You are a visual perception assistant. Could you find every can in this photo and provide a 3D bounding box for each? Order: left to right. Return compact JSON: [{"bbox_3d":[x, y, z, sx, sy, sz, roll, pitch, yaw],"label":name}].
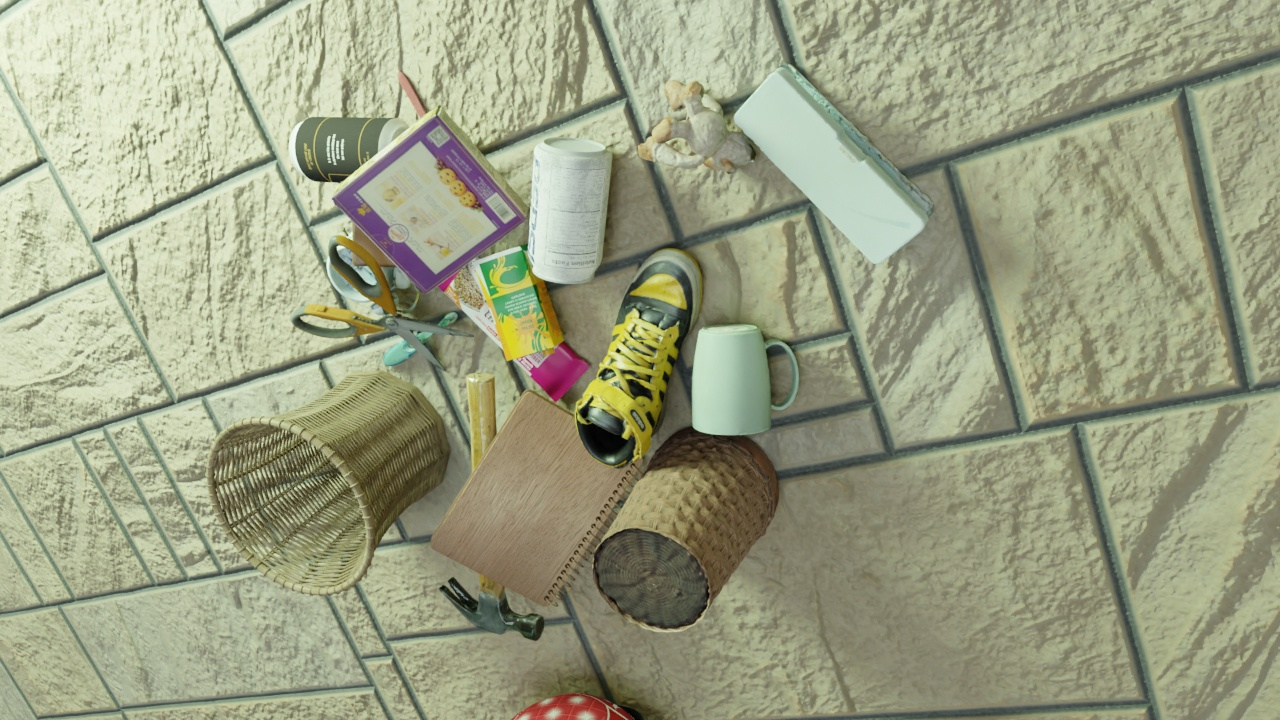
[{"bbox_3d":[-0.314,-0.231,1.010,0.129,0.071,0.072,6,114,20],"label":"can"},{"bbox_3d":[-0.073,-0.154,0.942,0.078,0.078,0.136,15,116,16],"label":"can"}]

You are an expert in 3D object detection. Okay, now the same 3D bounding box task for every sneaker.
[{"bbox_3d":[-0.006,0.006,0.957,0.086,0.121,0.239,19,118,12],"label":"sneaker"}]

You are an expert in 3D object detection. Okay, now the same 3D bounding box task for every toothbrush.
[{"bbox_3d":[-0.270,-0.024,1.111,0.135,0.017,0.022,-29,102,29],"label":"toothbrush"},{"bbox_3d":[-0.218,-0.234,1.003,0.015,0.015,0.184,-27,98,22],"label":"toothbrush"}]

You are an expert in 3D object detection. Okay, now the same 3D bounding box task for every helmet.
[{"bbox_3d":[-0.074,0.540,1.168,0.271,0.197,0.225,-6,110,15],"label":"helmet"}]

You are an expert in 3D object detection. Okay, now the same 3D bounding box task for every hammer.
[{"bbox_3d":[-0.182,0.174,1.085,0.132,0.033,0.331,8,110,23],"label":"hammer"}]

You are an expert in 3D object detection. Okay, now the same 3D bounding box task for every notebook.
[{"bbox_3d":[-0.113,0.162,1.051,0.169,0.022,0.210,32,95,-14],"label":"notebook"}]

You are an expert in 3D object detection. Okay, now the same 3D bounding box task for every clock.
[{"bbox_3d":[-0.307,-0.102,1.071,0.117,0.056,0.083,38,120,-5],"label":"clock"}]

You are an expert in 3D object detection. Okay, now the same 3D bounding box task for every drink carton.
[{"bbox_3d":[-0.133,-0.062,1.013,0.058,0.041,0.122,-16,98,15],"label":"drink carton"}]

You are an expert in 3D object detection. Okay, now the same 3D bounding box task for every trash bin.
[{"bbox_3d":[0.049,0.177,0.956,0.151,0.209,0.151,8,115,18],"label":"trash bin"}]

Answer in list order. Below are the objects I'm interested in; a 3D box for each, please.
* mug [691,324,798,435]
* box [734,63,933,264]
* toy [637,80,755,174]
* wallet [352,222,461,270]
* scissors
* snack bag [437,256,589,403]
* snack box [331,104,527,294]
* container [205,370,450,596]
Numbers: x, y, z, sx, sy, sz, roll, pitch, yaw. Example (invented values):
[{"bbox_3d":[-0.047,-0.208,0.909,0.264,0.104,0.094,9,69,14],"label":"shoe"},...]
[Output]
[{"bbox_3d":[0.108,0.017,0.947,0.111,0.084,0.104,-2,100,-7],"label":"mug"},{"bbox_3d":[0.176,-0.179,0.847,0.199,0.070,0.085,44,101,-2],"label":"box"},{"bbox_3d":[0.063,-0.218,0.875,0.106,0.074,0.085,24,76,-10],"label":"toy"},{"bbox_3d":[-0.259,-0.145,1.022,0.121,0.013,0.087,1,104,-9],"label":"wallet"},{"bbox_3d":[-0.303,-0.060,1.051,0.225,0.016,0.226,7,139,4],"label":"scissors"},{"bbox_3d":[-0.148,-0.040,1.055,0.196,0.016,0.070,45,119,-1],"label":"snack bag"},{"bbox_3d":[-0.220,-0.166,0.968,0.148,0.040,0.143,-33,119,13],"label":"snack box"},{"bbox_3d":[-0.363,0.135,1.111,0.227,0.195,0.227,8,114,19],"label":"container"}]
